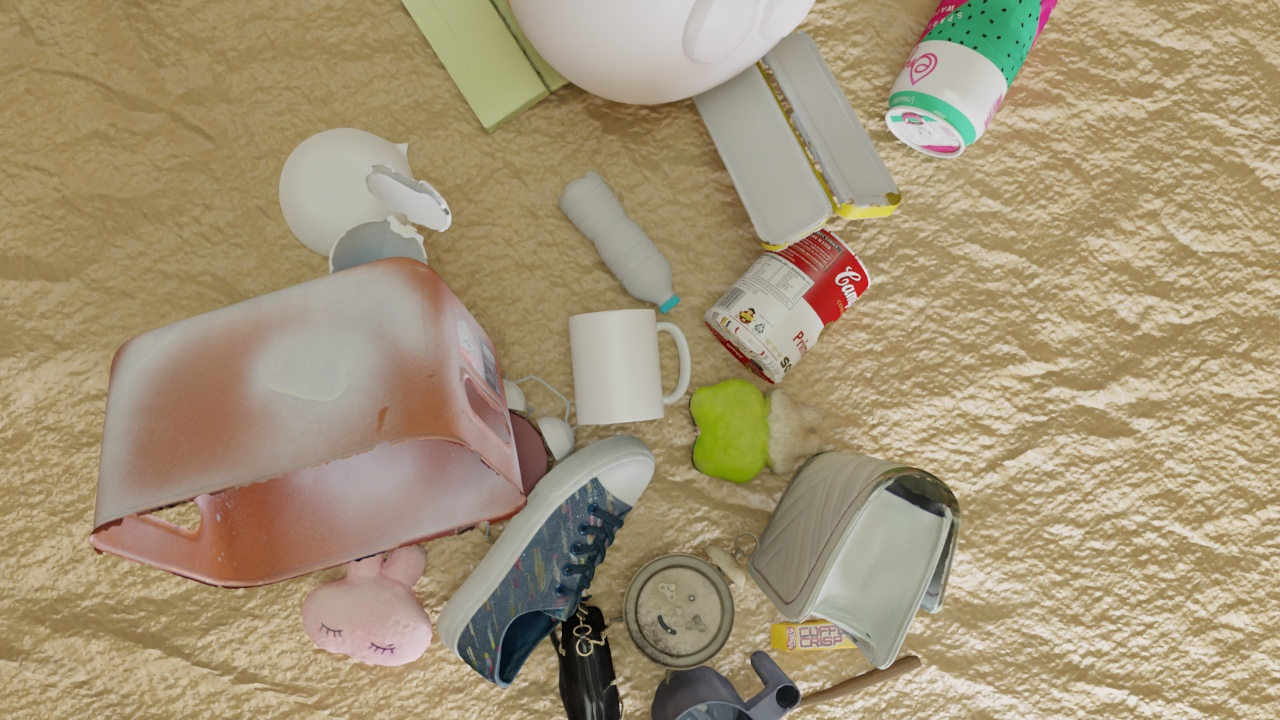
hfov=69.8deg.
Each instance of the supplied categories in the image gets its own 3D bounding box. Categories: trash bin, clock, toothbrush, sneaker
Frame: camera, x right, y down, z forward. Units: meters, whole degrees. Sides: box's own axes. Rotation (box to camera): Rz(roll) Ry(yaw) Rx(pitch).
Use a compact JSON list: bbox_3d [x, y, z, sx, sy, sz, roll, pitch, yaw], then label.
[{"bbox_3d":[-0.236,0.050,0.672,0.260,0.181,0.157,-17,63,6],"label":"trash bin"},{"bbox_3d":[-0.116,0.077,0.776,0.096,0.048,0.137,38,86,-3],"label":"clock"},{"bbox_3d":[0.047,0.199,0.782,0.140,0.054,0.093,-44,77,-4],"label":"clock"},{"bbox_3d":[0.171,0.295,0.811,0.167,0.016,0.016,-19,90,-4],"label":"toothbrush"},{"bbox_3d":[-0.066,0.164,0.748,0.235,0.087,0.079,-48,53,-2],"label":"sneaker"}]

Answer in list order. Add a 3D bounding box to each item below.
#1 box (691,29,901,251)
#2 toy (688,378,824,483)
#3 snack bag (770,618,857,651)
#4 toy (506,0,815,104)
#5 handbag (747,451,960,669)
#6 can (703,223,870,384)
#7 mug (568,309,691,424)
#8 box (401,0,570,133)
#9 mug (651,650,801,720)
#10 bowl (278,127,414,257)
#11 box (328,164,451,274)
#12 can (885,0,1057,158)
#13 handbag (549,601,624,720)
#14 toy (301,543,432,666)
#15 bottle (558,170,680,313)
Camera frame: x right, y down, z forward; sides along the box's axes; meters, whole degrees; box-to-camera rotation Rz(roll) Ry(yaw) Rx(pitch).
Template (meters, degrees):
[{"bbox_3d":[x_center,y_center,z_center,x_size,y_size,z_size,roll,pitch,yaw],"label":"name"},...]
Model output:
[{"bbox_3d":[0.124,-0.193,0.772,0.128,0.045,0.209,-19,64,-4],"label":"box"},{"bbox_3d":[0.101,0.060,0.797,0.117,0.043,0.092,-3,93,-6],"label":"toy"},{"bbox_3d":[0.164,0.241,0.810,0.099,0.020,0.026,-2,87,-5],"label":"snack bag"},{"bbox_3d":[0.008,-0.344,0.692,0.262,0.266,0.280,-29,71,-29],"label":"toy"},{"bbox_3d":[0.167,0.144,0.725,0.096,0.198,0.142,30,88,-1],"label":"handbag"},{"bbox_3d":[0.124,-0.050,0.780,0.086,0.087,0.116,44,85,-2],"label":"can"},{"bbox_3d":[-0.005,0.005,0.782,0.110,0.074,0.090,-4,89,-31],"label":"mug"},{"bbox_3d":[-0.127,-0.311,0.797,0.138,0.030,0.187,-32,91,-3],"label":"box"},{"bbox_3d":[0.069,0.293,0.758,0.124,0.104,0.084,-38,91,-5],"label":"mug"},{"bbox_3d":[-0.249,-0.143,0.769,0.114,0.050,0.114,0,88,-5],"label":"bowl"},{"bbox_3d":[-0.203,-0.077,0.719,0.084,0.166,0.094,36,67,-3],"label":"box"},{"bbox_3d":[0.286,-0.267,0.798,0.088,0.088,0.166,31,86,-3],"label":"can"},{"bbox_3d":[-0.044,0.267,0.761,0.054,0.079,0.128,-8,89,-5],"label":"handbag"},{"bbox_3d":[-0.222,0.198,0.766,0.108,0.053,0.105,13,73,-3],"label":"toy"},{"bbox_3d":[-0.015,-0.099,0.791,0.044,0.044,0.136,-39,92,-5],"label":"bottle"}]
